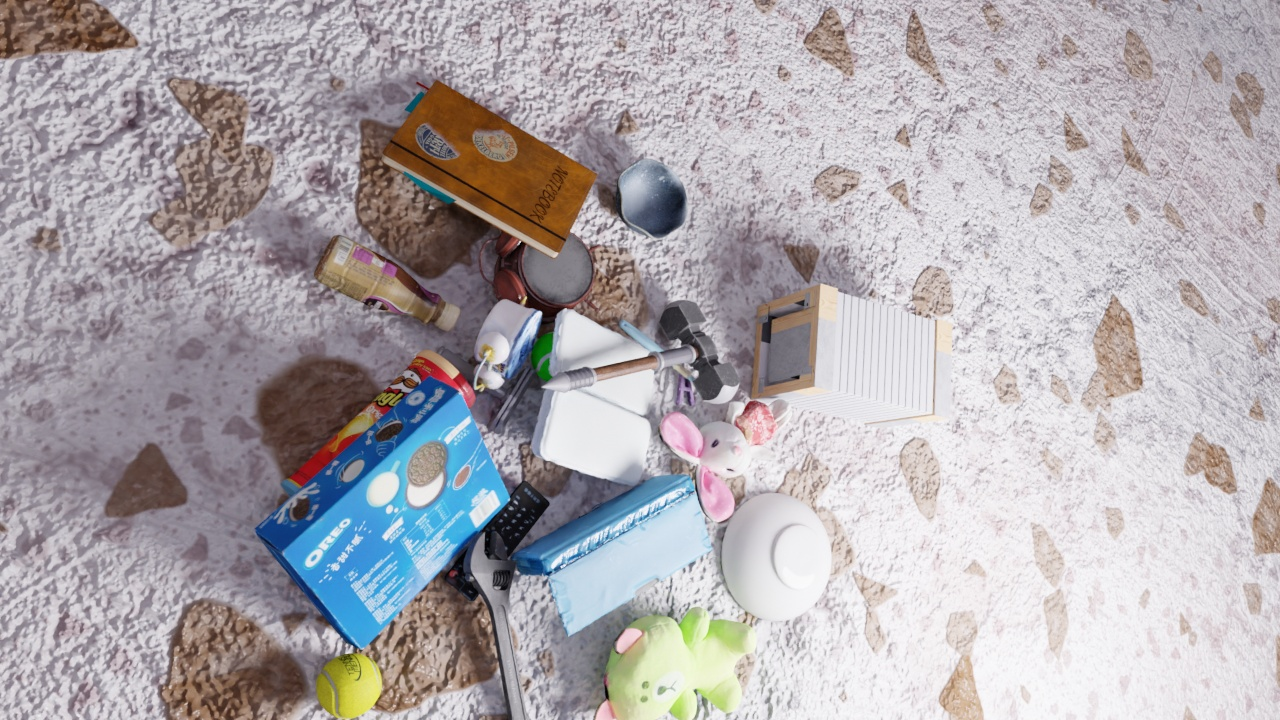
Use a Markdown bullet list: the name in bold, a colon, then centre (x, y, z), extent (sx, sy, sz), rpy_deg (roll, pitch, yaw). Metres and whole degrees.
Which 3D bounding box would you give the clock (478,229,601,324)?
- **clock**: centre (-0.130, -0.111, 1.149), extent (0.157, 0.072, 0.120), rpy_deg (8, 77, -28)

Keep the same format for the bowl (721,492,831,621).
- **bowl**: centre (0.201, 0.271, 1.266), extent (0.176, 0.066, 0.176), rpy_deg (5, 78, -28)

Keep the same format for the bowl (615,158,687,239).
- **bowl**: centre (0.006, -0.214, 1.252), extent (0.110, 0.055, 0.110), rpy_deg (6, 79, -29)

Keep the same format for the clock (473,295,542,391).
- **clock**: centre (-0.160, -0.016, 1.065), extent (0.052, 0.089, 0.125), rpy_deg (25, 49, 4)

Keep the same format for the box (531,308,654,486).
- **box**: centre (-0.048, 0.051, 1.141), extent (0.209, 0.045, 0.191), rpy_deg (30, 65, -51)

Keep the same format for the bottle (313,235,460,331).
- **bottle**: centre (-0.289, -0.083, 1.063), extent (0.166, 0.060, 0.059), rpy_deg (28, 69, -23)

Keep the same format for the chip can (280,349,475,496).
- **chip can**: centre (-0.287, 0.088, 1.019), extent (0.087, 0.087, 0.212), rpy_deg (49, 63, -13)

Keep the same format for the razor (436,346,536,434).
- **razor**: centre (-0.197, 0.021, 1.110), extent (0.116, 0.047, 0.088), rpy_deg (34, 67, -11)

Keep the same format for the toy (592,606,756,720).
- **toy**: centre (0.037, 0.377, 1.144), extent (0.196, 0.107, 0.150), rpy_deg (9, 100, -18)

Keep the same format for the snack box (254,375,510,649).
- **snack box**: centre (-0.260, 0.162, 0.975), extent (0.238, 0.056, 0.196), rpy_deg (-45, 143, -27)

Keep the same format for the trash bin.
- **trash bin**: centre (0.306, 0.001, 1.328), extent (0.246, 0.143, 0.142), rpy_deg (13, 75, -26)

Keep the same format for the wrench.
- **wrench**: centre (-0.158, 0.331, 1.066), extent (0.073, 0.018, 0.273), rpy_deg (-15, 97, -52)

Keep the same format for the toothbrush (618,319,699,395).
- **toothbrush**: centre (0.032, -0.005, 1.242), extent (0.155, 0.016, 0.022), rpy_deg (39, 84, -9)

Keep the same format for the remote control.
- **remote control**: centre (-0.172, 0.214, 1.098), extent (0.047, 0.022, 0.150), rpy_deg (46, 65, -15)

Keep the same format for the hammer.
- **hammer**: centre (-0.005, 0.006, 1.135), extent (0.321, 0.043, 0.156), rpy_deg (-13, 69, -50)

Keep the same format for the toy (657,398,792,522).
- **toy**: centre (0.126, 0.112, 1.244), extent (0.193, 0.084, 0.159), rpy_deg (-27, 92, -29)

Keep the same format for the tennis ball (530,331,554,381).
- **tennis ball**: centre (-0.104, -0.004, 1.147), extent (0.065, 0.065, 0.065), rpy_deg (5, 78, -28)

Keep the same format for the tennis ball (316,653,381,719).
- **tennis ball**: centre (-0.309, 0.344, 0.972), extent (0.065, 0.066, 0.065), rpy_deg (5, 78, -28)

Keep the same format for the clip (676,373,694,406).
- **clip**: centre (0.065, 0.041, 1.264), extent (0.043, 0.014, 0.051), rpy_deg (29, 71, -22)

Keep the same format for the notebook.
- **notebook**: centre (-0.187, -0.235, 1.119), extent (0.249, 0.014, 0.178), rpy_deg (29, 50, -11)

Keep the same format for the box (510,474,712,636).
- **box**: centre (-0.029, 0.237, 1.133), extent (0.231, 0.094, 0.111), rpy_deg (-24, 95, -31)
